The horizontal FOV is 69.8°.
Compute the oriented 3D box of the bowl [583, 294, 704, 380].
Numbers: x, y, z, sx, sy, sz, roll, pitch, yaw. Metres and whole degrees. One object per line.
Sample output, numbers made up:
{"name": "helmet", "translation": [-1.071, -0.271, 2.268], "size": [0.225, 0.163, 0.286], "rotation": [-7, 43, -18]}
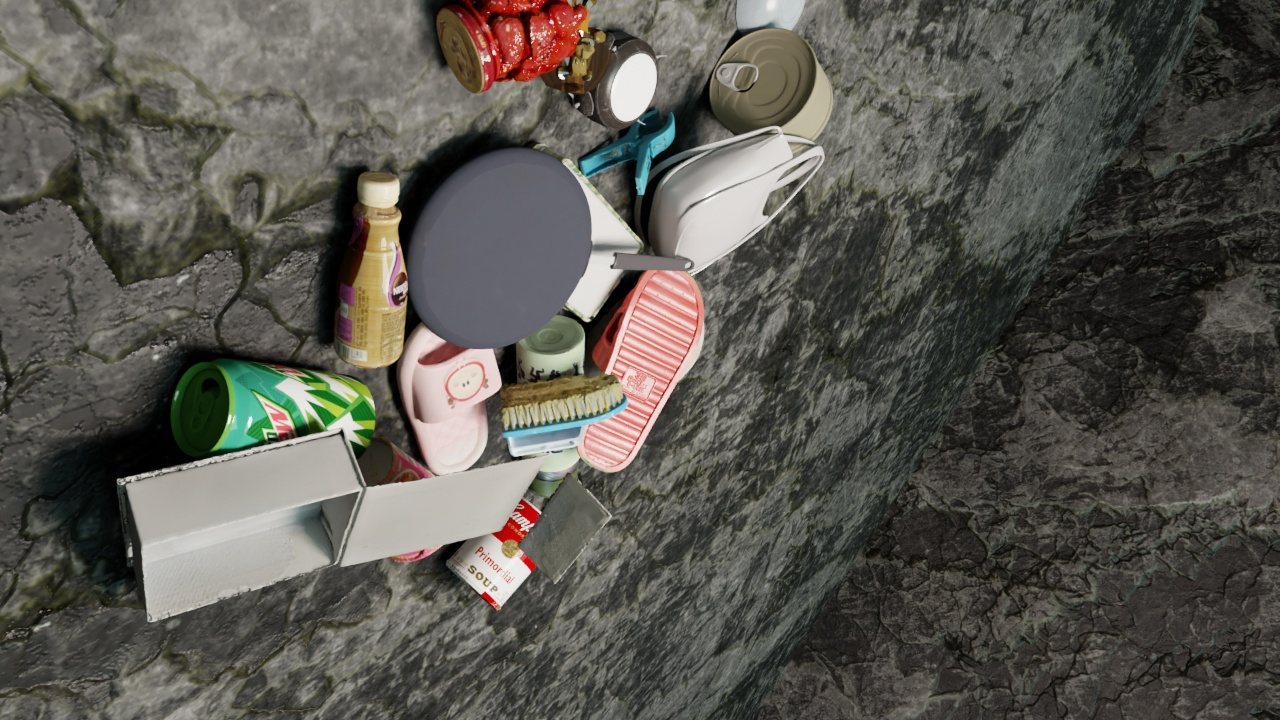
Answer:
{"name": "bowl", "translation": [0.017, -0.009, 1.141], "size": [0.178, 0.081, 0.179], "rotation": [-31, 153, -18]}

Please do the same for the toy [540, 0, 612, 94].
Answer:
{"name": "toy", "translation": [-0.060, -0.294, 0.830], "size": [0.076, 0.062, 0.100], "rotation": [-4, 111, -30]}

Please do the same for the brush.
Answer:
{"name": "brush", "translation": [-0.080, 0.057, 0.978], "size": [0.136, 0.055, 0.075], "rotation": [-10, 125, 1]}

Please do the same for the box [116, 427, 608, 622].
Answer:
{"name": "box", "translation": [-0.230, 0.133, 0.782], "size": [0.367, 0.098, 0.166], "rotation": [-6, 151, -29]}

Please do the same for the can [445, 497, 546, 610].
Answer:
{"name": "can", "translation": [-0.166, 0.231, 1.118], "size": [0.116, 0.087, 0.087], "rotation": [-48, 148, -19]}

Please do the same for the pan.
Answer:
{"name": "pan", "translation": [-0.068, -0.101, 0.908], "size": [0.355, 0.021, 0.199], "rotation": [-2, 117, -43]}

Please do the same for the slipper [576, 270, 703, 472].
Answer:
{"name": "slipper", "translation": [-0.006, 0.006, 1.050], "size": [0.103, 0.059, 0.249], "rotation": [22, 91, -23]}

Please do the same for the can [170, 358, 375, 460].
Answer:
{"name": "can", "translation": [-0.299, 0.046, 0.757], "size": [0.144, 0.083, 0.083], "rotation": [13, 106, -59]}

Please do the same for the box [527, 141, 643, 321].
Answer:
{"name": "box", "translation": [-0.080, -0.128, 0.958], "size": [0.117, 0.051, 0.205], "rotation": [-54, 149, 0]}

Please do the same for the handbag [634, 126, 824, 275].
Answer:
{"name": "handbag", "translation": [0.113, -0.192, 1.064], "size": [0.222, 0.095, 0.216], "rotation": [-27, 163, -16]}

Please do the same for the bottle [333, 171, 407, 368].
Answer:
{"name": "bottle", "translation": [-0.226, -0.076, 0.777], "size": [0.059, 0.060, 0.166], "rotation": [-22, 133, -46]}

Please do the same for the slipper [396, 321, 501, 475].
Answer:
{"name": "slipper", "translation": [-0.191, 0.034, 0.935], "size": [0.106, 0.056, 0.222], "rotation": [-30, 141, -36]}

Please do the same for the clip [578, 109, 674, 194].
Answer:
{"name": "clip", "translation": [0.006, -0.223, 0.969], "size": [0.119, 0.102, 0.027], "rotation": [-55, 155, -33]}

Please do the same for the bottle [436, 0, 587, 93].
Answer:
{"name": "bottle", "translation": [-0.105, -0.279, 0.751], "size": [0.111, 0.099, 0.099], "rotation": [-31, 141, -23]}

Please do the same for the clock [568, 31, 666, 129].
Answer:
{"name": "clock", "translation": [-0.023, -0.276, 0.910], "size": [0.122, 0.044, 0.091], "rotation": [-10, 125, -52]}

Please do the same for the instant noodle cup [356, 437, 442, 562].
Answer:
{"name": "instant noodle cup", "translation": [-0.248, 0.133, 0.912], "size": [0.097, 0.098, 0.109], "rotation": [-48, 140, -17]}

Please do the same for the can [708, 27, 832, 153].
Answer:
{"name": "can", "translation": [0.152, -0.306, 1.058], "size": [0.128, 0.128, 0.073], "rotation": [-61, 152, 5]}

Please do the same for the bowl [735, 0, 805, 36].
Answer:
{"name": "bowl", "translation": [0.158, -0.415, 1.055], "size": [0.106, 0.039, 0.106], "rotation": [-36, 143, -33]}

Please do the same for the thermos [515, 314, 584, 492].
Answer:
{"name": "thermos", "translation": [-0.108, 0.061, 1.065], "size": [0.082, 0.082, 0.232], "rotation": [-33, 142, -37]}
